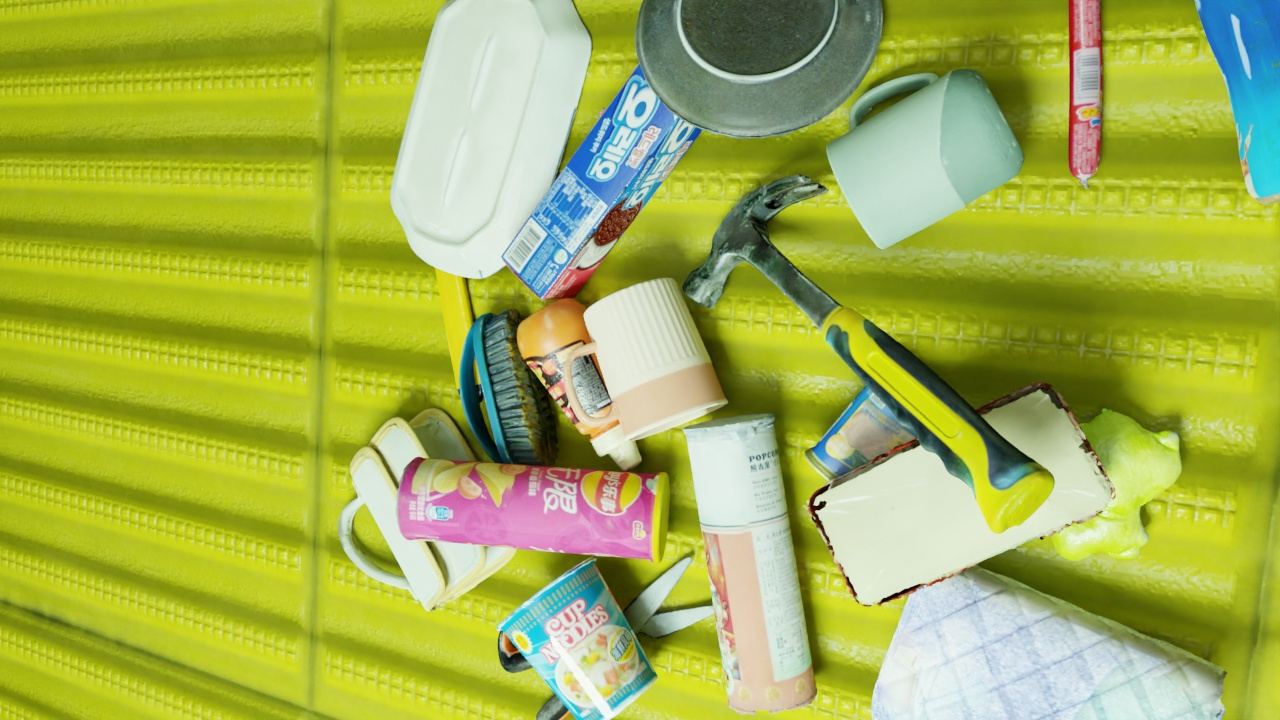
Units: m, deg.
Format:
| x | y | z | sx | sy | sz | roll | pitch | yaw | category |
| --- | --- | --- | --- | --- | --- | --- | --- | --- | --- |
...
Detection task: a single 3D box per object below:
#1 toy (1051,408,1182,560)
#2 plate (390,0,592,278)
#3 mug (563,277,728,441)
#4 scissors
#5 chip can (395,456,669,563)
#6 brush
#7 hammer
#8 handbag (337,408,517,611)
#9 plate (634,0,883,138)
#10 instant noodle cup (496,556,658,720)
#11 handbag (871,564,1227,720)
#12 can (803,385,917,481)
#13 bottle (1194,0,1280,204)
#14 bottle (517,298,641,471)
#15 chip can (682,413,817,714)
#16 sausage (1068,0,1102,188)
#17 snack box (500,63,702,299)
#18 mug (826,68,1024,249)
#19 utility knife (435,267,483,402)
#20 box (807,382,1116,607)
| x | y | z | sx | sy | sz | roll | pitch | yaw | category |
| --- | --- | --- | --- | --- | --- | --- | --- | --- | --- |
| 0.304 | 0.083 | 0.605 | 0.097 | 0.031 | 0.100 | -9 | 90 | 28 | toy |
| -0.140 | -0.205 | 0.789 | 0.162 | 0.034 | 0.266 | 23 | 100 | 21 | plate |
| -0.004 | 0.004 | 0.710 | 0.114 | 0.082 | 0.106 | -19 | 81 | -13 | mug |
| -0.039 | 0.238 | 0.788 | 0.198 | 0.021 | 0.227 | 26 | 105 | 22 | scissors |
| -0.085 | 0.119 | 0.740 | 0.211 | 0.071 | 0.071 | 3 | 95 | 8 | chip can |
| -0.120 | 0.030 | 0.791 | 0.074 | 0.055 | 0.144 | -14 | 87 | 22 | brush |
| 0.139 | -0.017 | 0.596 | 0.126 | 0.031 | 0.323 | -57 | 41 | 18 | hammer |
| -0.217 | 0.153 | 0.851 | 0.179 | 0.063 | 0.163 | -41 | 75 | 26 | handbag |
| 0.083 | -0.247 | 0.658 | 0.179 | 0.024 | 0.179 | -2 | 77 | 10 | plate |
| -0.044 | 0.230 | 0.736 | 0.099 | 0.099 | 0.110 | -43 | 76 | 22 | instant noodle cup |
| 0.262 | 0.222 | 0.613 | 0.194 | 0.075 | 0.134 | 22 | 98 | 22 | handbag |
| 0.183 | 0.067 | 0.649 | 0.102 | 0.057 | 0.083 | 42 | 107 | 17 | can |
| 0.365 | -0.204 | 0.534 | 0.065 | 0.065 | 0.218 | -15 | 88 | 26 | bottle |
| -0.043 | 0.024 | 0.756 | 0.067 | 0.066 | 0.149 | -31 | 87 | 24 | bottle |
| 0.084 | 0.151 | 0.695 | 0.071 | 0.071 | 0.214 | -10 | 90 | 26 | chip can |
| 0.290 | -0.190 | 0.598 | 0.020 | 0.020 | 0.156 | 0 | 94 | 26 | sausage |
| -0.026 | -0.142 | 0.733 | 0.057 | 0.058 | 0.208 | 45 | 111 | 16 | snack box |
| 0.188 | -0.148 | 0.621 | 0.107 | 0.082 | 0.111 | -29 | 58 | 25 | mug |
| -0.163 | -0.043 | 0.831 | 0.033 | 0.015 | 0.167 | -11 | 88 | 20 | utility knife |
| 0.196 | 0.087 | 0.571 | 0.169 | 0.076 | 0.091 | -30 | 79 | 21 | box |
